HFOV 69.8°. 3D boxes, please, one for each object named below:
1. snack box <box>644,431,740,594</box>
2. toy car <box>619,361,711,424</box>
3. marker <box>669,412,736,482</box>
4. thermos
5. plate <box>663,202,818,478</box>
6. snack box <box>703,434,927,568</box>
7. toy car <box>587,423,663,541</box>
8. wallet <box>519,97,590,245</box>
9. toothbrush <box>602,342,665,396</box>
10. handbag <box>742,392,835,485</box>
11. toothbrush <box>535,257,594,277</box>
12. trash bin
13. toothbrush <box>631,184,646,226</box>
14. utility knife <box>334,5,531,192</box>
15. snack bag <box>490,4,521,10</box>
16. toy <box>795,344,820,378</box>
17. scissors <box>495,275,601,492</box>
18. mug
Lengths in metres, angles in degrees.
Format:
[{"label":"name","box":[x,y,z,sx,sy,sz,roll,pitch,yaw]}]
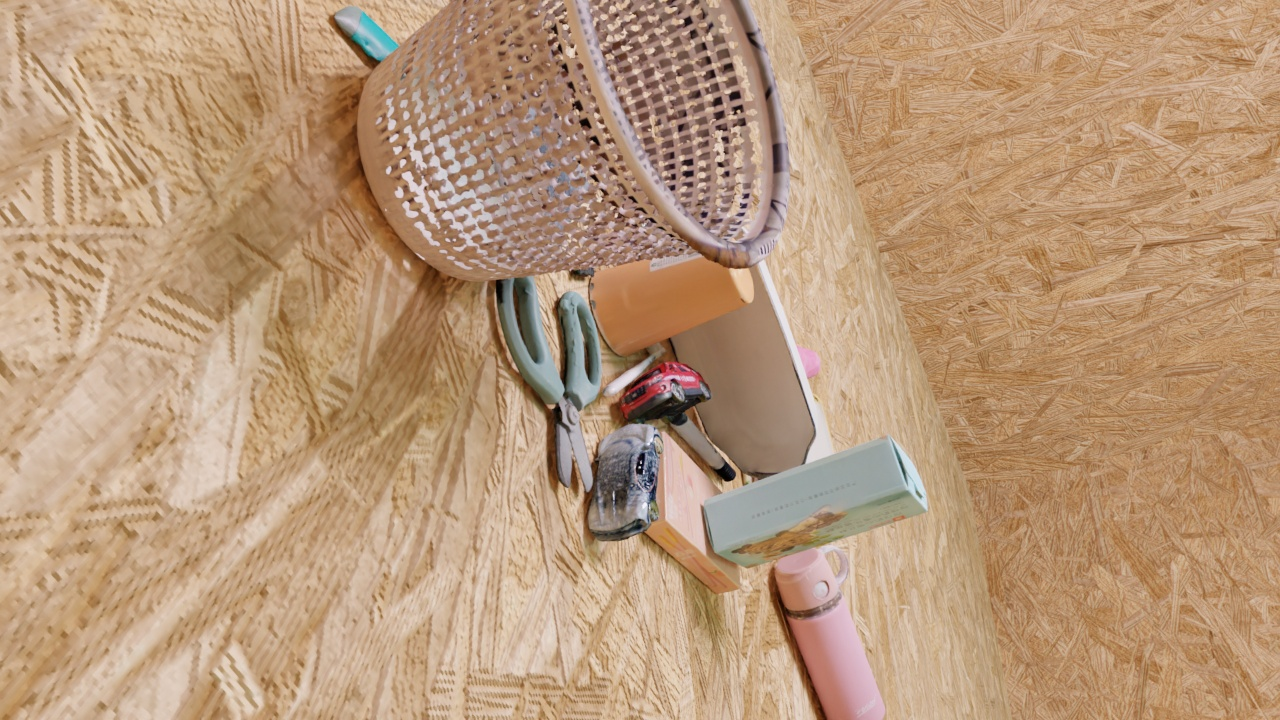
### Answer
[{"label":"snack box","box":[0.044,0.134,0.793,0.157,0.026,0.084,48,32,-45]},{"label":"toy car","box":[0.020,0.027,0.780,0.045,0.053,0.120,60,18,10]},{"label":"marker","box":[0.060,0.083,0.885,0.131,0.018,0.022,49,6,-46]},{"label":"thermos","box":[0.211,0.297,0.996,0.067,0.087,0.198,0,-68,66]},{"label":"plate","box":[0.090,-0.018,0.849,0.034,0.162,0.265,-23,94,-33]},{"label":"snack box","box":[0.146,0.123,0.773,0.074,0.175,0.051,39,35,-53]},{"label":"toy car","box":[-0.012,0.084,0.668,0.105,0.049,0.031,-83,150,-48]},{"label":"wallet","box":[-0.081,-0.155,0.730,0.097,0.019,0.120,59,26,-25]},{"label":"toothbrush","box":[-0.005,0.005,0.775,0.016,0.016,0.179,61,18,-4]},{"label":"handbag","box":[0.161,0.120,1.062,0.178,0.063,0.163,5,68,-51]},{"label":"toothbrush","box":[-0.077,-0.074,0.683,0.189,0.014,0.016,-4,103,-67]},{"label":"trash bin","box":[-0.046,-0.140,0.534,0.227,0.193,0.227,28,55,-50]},{"label":"toothbrush","box":[0.021,-0.083,0.917,0.021,0.029,0.189,-18,92,-28]},{"label":"utility knife","box":[-0.127,-0.164,0.620,0.209,0.013,0.029,40,40,-46]},{"label":"snack bag","box":[-0.139,-0.378,0.705,0.208,0.073,0.128,59,20,-17]},{"label":"toy","box":[0.109,0.000,0.966,0.194,0.075,0.178,48,55,-22]},{"label":"scissors","box":[-0.065,0.005,0.644,0.169,0.019,0.177,48,33,-47]},{"label":"mug","box":[0.028,-0.058,0.772,0.078,0.123,0.078,49,31,-44]}]
